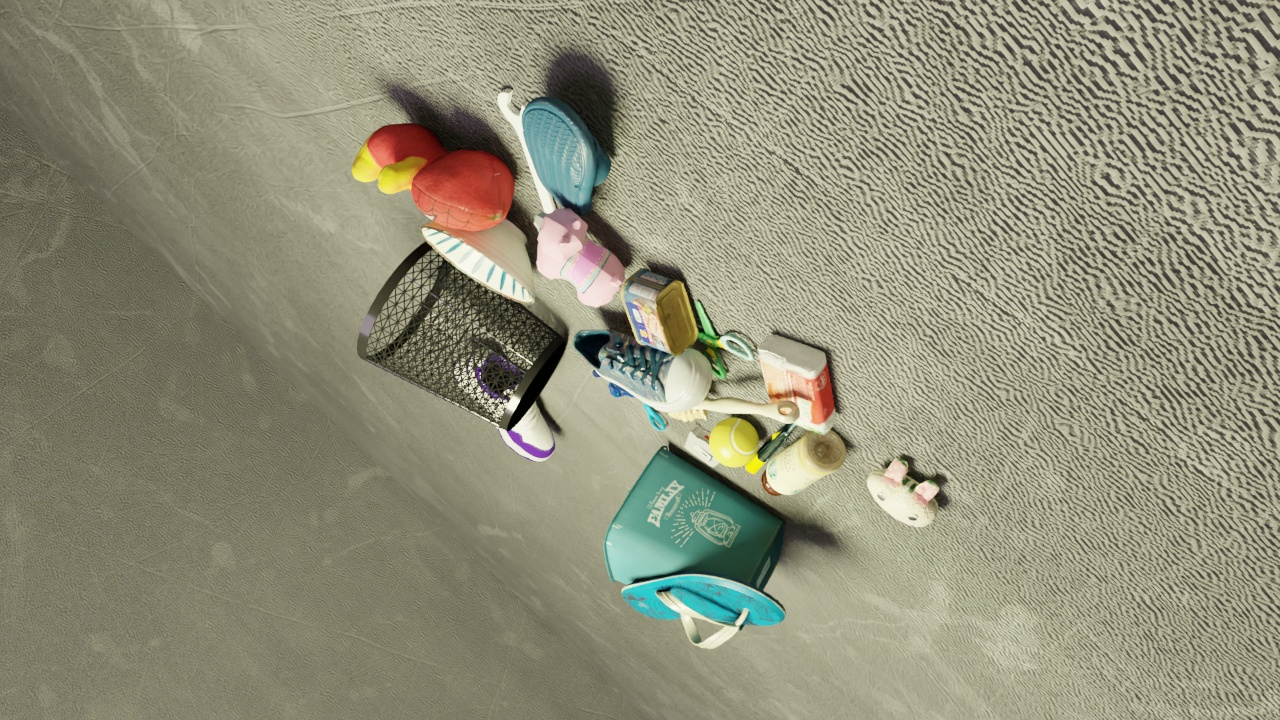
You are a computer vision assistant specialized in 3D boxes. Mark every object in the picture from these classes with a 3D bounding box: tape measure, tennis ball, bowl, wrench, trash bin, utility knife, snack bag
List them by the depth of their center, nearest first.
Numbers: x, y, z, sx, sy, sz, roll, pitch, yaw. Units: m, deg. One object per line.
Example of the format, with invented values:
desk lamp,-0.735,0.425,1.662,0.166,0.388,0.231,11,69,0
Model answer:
snack bag,0.178,0.028,1.040,0.077,0.036,0.116,22,149,36
wrench,-0.118,-0.209,1.112,0.047,0.009,0.274,25,150,31
utility knife,0.175,0.103,1.175,0.020,0.028,0.203,34,152,3
tennis ball,0.123,0.108,1.207,0.065,0.065,0.065,32,153,19
bowl,-0.201,-0.152,1.224,0.177,0.070,0.177,30,168,7
tape measure,0.094,0.125,1.327,0.062,0.020,0.060,36,154,12
trash bin,-0.256,-0.027,1.378,0.243,0.216,0.217,33,154,3
trash bin,0.089,0.281,1.402,0.219,0.196,0.199,23,150,20

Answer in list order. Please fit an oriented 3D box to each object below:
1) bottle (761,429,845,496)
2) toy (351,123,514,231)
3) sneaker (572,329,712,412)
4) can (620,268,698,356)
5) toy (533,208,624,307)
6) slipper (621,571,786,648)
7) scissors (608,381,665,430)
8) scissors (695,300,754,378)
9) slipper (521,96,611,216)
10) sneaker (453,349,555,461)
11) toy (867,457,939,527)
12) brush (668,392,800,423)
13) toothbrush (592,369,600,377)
bottle,0.198,0.134,1.154,0.056,0.056,0.162,40,154,3
toy,-0.249,-0.228,1.141,0.216,0.147,0.099,29,123,29
sneaker,-0.007,0.007,1.169,0.079,0.087,0.236,19,180,-38
can,0.023,-0.057,1.094,0.059,0.053,0.100,23,145,41
toy,-0.074,-0.122,1.080,0.123,0.067,0.158,34,170,-3
slipper,0.071,0.352,1.296,0.296,0.060,0.118,-18,121,48
scissors,-0.004,0.056,1.361,0.134,0.014,0.127,21,147,38
scissors,0.090,-0.022,1.112,0.131,0.011,0.125,19,145,43
slipper,-0.078,-0.221,0.985,0.104,0.059,0.214,44,169,4
sneaker,-0.216,0.072,1.608,0.244,0.091,0.111,49,144,-16
toy,0.303,0.158,1.064,0.087,0.050,0.113,36,148,11
brush,0.104,0.051,1.120,0.077,0.062,0.273,47,163,-24
toothbrush,-0.021,0.006,1.303,0.016,0.017,0.190,48,154,-15
